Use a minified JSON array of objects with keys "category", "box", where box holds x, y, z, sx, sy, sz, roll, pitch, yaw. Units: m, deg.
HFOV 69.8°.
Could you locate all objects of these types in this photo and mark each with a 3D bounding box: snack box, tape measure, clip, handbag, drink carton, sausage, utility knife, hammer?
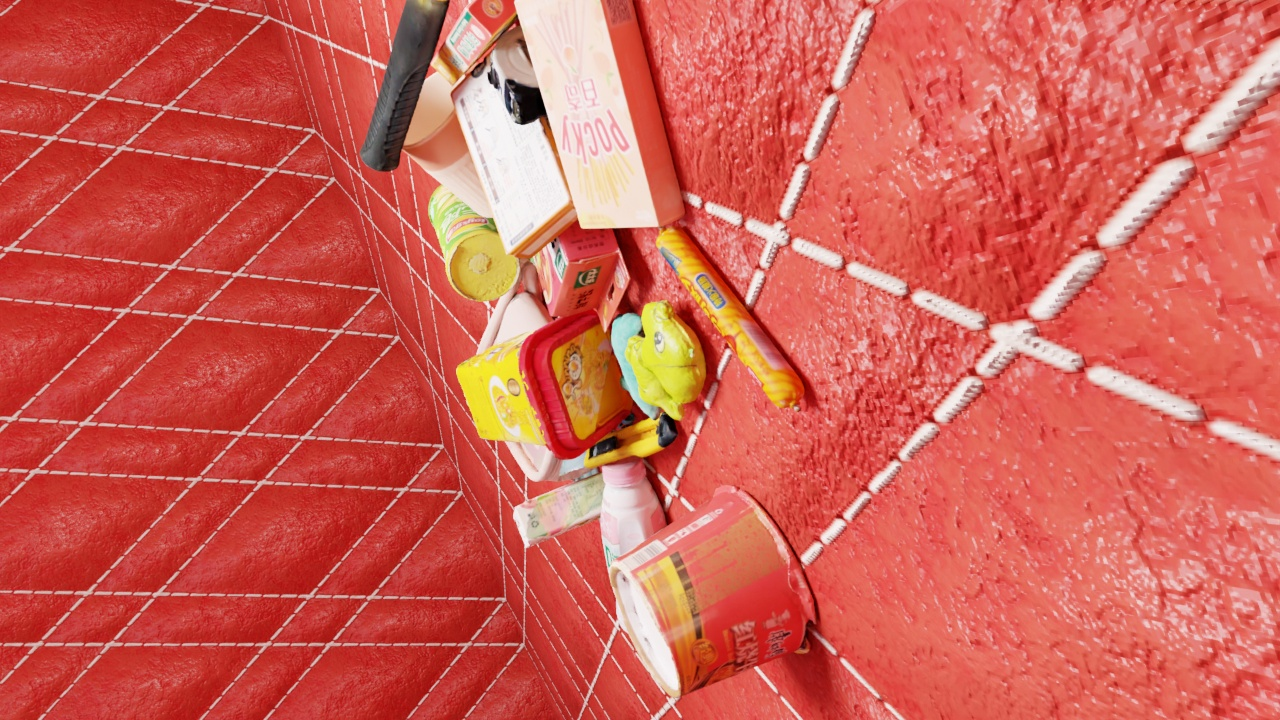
[{"category":"snack box","box":[-0.026,-0.163,0.591,0.085,0.026,0.157,8,120,49]},{"category":"tape measure","box":[-0.072,-0.203,0.645,0.066,0.065,0.034,58,160,22]},{"category":"clip","box":[-0.019,0.054,0.880,0.057,0.014,0.047,45,154,51]},{"category":"handbag","box":[-0.098,-0.008,0.952,0.193,0.093,0.235,53,146,38]},{"category":"drink carton","box":[-0.072,0.154,0.973,0.045,0.122,0.054,65,164,14]},{"category":"snack box","box":[-0.057,-0.094,0.739,0.113,0.044,0.127,120,134,-67]},{"category":"sausage","box":[0.053,-0.030,0.567,0.165,0.021,0.021,56,159,31]},{"category":"utility knife","box":[-0.029,0.082,0.835,0.217,0.015,0.033,-27,53,55]},{"category":"snack box","box":[-0.109,-0.252,0.672,0.027,0.077,0.156,44,169,-18]},{"category":"snack box","box":[-0.092,-0.160,0.687,0.075,0.026,0.153,-33,69,34]},{"category":"hammer","box":[-0.148,-0.259,0.647,0.302,0.032,0.128,-56,29,39]}]

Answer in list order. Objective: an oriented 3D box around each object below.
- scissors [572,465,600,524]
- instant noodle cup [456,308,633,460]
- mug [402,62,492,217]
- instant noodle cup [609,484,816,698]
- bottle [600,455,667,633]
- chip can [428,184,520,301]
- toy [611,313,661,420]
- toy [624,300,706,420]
[{"category":"scissors","box":[-0.061,0.142,1.093,0.177,0.019,0.171,64,161,15]},{"category":"instant noodle cup","box":[-0.089,0.022,0.825,0.124,0.115,0.116,-5,110,37]},{"category":"mug","box":[-0.144,-0.199,0.800,0.082,0.114,0.106,0,152,37]},{"category":"instant noodle cup","box":[0.047,0.175,0.685,0.138,0.108,0.138,55,158,35]},{"category":"bottle","box":[-0.003,0.180,0.904,0.068,0.068,0.197,38,142,57]},{"category":"chip can","box":[-0.180,-0.133,0.971,0.221,0.072,0.073,-125,20,-60]},{"category":"toy","box":[-0.004,0.004,0.757,0.096,0.030,0.092,-166,59,-71]},{"category":"toy","box":[0.020,0.002,0.674,0.100,0.031,0.097,1,116,62]}]
